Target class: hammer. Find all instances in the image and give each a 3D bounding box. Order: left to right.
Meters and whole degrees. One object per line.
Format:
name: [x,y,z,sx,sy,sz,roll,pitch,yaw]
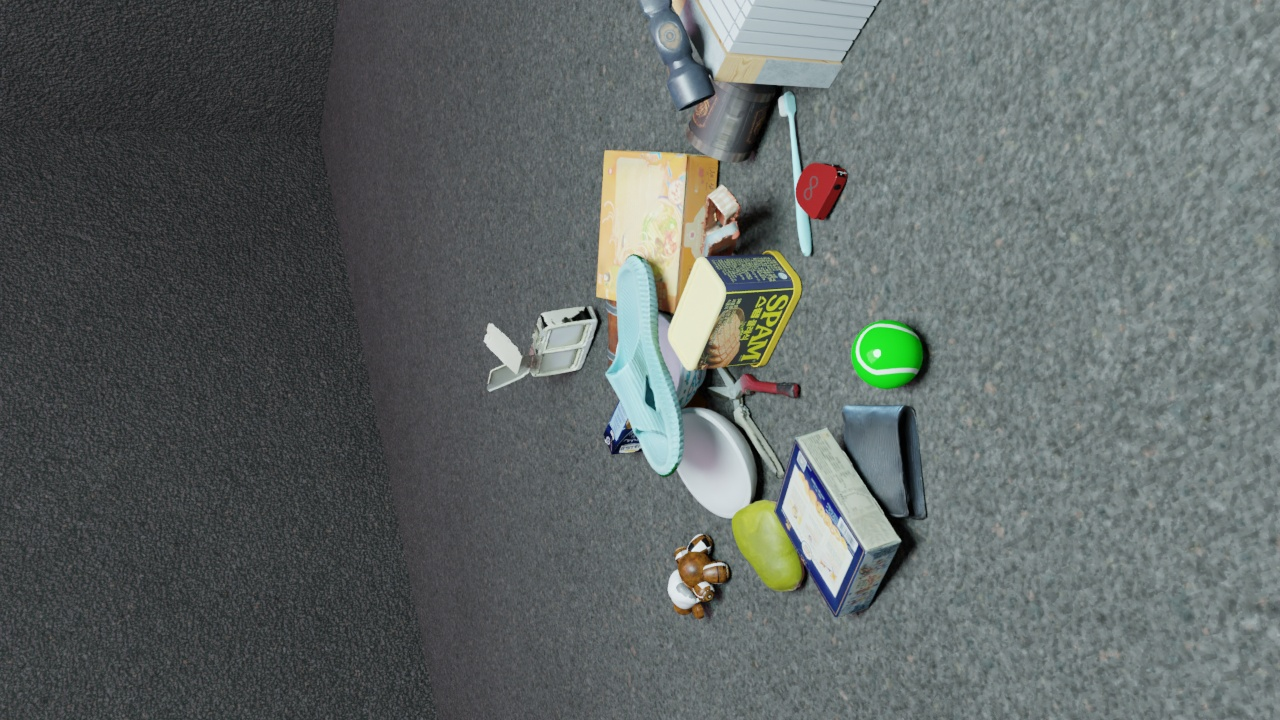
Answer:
hammer: [0.039,-0.331,1.013,0.321,0.040,0.129,-66,-47,-79]

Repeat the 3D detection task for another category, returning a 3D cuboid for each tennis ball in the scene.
tennis ball: [0.232,-0.006,0.865,0.065,0.065,0.065,19,112,60]

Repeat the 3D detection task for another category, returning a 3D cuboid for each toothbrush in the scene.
toothbrush: [0.169,-0.202,0.998,0.017,0.016,0.180,-12,84,59]

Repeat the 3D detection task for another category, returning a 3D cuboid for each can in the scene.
can: [0.104,-0.055,1.053,0.075,0.104,0.135,61,144,37]

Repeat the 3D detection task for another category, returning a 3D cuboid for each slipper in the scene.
slipper: [-0.007,0.006,1.111,0.116,0.069,0.276,147,116,-71]

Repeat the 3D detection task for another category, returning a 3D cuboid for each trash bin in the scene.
trash bin: [0.151,-0.403,0.857,0.248,0.142,0.142,-58,45,49]

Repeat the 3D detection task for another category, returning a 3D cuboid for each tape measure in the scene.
tape measure: [0.189,-0.184,0.963,0.051,0.019,0.059,60,137,41]

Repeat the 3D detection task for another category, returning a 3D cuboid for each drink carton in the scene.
drink carton: [-0.003,0.082,1.325,0.040,0.064,0.130,66,147,35]

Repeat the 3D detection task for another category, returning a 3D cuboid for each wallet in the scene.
wallet: [0.239,0.101,0.916,0.089,0.026,0.115,-8,88,64]

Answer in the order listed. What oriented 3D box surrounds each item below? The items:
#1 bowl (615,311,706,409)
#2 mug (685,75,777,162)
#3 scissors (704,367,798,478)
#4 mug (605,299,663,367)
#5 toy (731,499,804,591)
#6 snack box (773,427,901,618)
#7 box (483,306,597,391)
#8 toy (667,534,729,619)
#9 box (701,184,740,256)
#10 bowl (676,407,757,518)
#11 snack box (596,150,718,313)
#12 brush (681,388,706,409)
bowl: [0.037,0.008,1.196,0.144,0.074,0.144,-2,87,54]
mug: [0.107,-0.303,1.046,0.115,0.080,0.107,-87,15,-48]
scissors: [0.136,0.059,1.113,0.199,0.015,0.179,-34,65,60]
mug: [0.001,-0.036,1.286,0.117,0.081,0.111,32,126,47]
toy: [0.151,0.219,1.073,0.090,0.051,0.110,-35,69,46]
snack box: [0.198,0.170,0.952,0.145,0.042,0.144,93,155,-50]
box: [-0.159,-0.009,1.474,0.144,0.180,0.080,111,142,-51]
toy: [0.071,0.298,1.237,0.087,0.067,0.113,-124,29,-41]
box: [0.086,-0.147,1.047,0.067,0.057,0.187,-57,-4,-2]
bowl: [0.099,0.121,1.148,0.149,0.043,0.150,35,138,39]
snack box: [0.025,-0.168,1.183,0.145,0.080,0.195,15,106,42]
brush: [0.069,0.064,1.235,0.048,0.017,0.126,32,123,56]
